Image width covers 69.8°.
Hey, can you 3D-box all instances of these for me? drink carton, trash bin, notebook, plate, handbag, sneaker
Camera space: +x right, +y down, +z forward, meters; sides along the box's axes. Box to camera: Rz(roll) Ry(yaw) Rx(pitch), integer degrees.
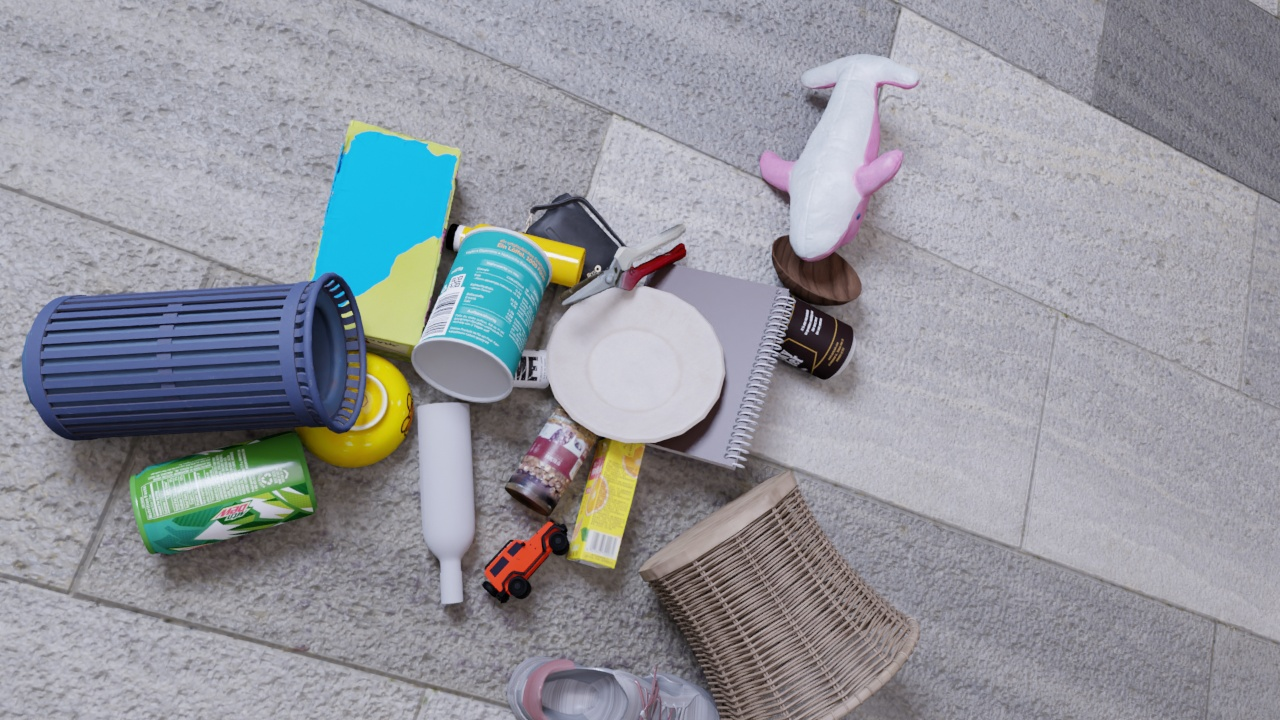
[{"bbox_3d":[-0.038,0.148,0.969,0.043,0.059,0.134,19,73,-15],"label":"drink carton"},{"bbox_3d":[-0.384,0.000,0.800,0.249,0.139,0.139,-3,80,2],"label":"trash bin"},{"bbox_3d":[0.061,0.001,1.007,0.172,0.022,0.208,14,73,17],"label":"notebook"},{"bbox_3d":[-0.006,0.005,0.977,0.188,0.027,0.188,2,61,-4],"label":"plate"},{"bbox_3d":[-0.072,-0.124,1.013,0.128,0.054,0.079,47,73,-8],"label":"handbag"},{"bbox_3d":[-0.012,0.353,0.922,0.236,0.090,0.099,15,75,-16],"label":"sneaker"}]

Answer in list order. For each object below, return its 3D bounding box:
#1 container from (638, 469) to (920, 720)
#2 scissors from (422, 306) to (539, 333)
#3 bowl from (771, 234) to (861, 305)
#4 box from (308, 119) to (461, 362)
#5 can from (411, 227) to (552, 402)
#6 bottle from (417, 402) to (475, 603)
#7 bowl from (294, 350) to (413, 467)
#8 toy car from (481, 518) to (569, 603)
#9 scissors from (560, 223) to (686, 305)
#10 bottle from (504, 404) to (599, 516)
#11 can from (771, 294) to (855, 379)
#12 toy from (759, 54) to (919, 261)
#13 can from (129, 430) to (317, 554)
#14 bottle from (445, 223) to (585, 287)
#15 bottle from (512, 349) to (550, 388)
[{"bbox_3d":[0.129,0.246,0.930,0.226,0.227,0.196,-31,84,-22],"label":"container"},{"bbox_3d":[-0.165,-0.053,0.991,0.118,0.015,0.139,23,79,-13],"label":"scissors"},{"bbox_3d":[0.204,-0.100,1.097,0.119,0.032,0.119,17,39,-14],"label":"bowl"},{"bbox_3d":[-0.262,-0.121,0.935,0.124,0.080,0.220,11,74,-16],"label":"box"},{"bbox_3d":[-0.154,-0.046,0.909,0.099,0.099,0.143,24,54,-14],"label":"can"},{"bbox_3d":[-0.193,0.142,0.919,0.052,0.053,0.195,-1,80,-20],"label":"bottle"},{"bbox_3d":[-0.280,0.044,0.899,0.117,0.068,0.117,4,79,-19],"label":"bowl"},{"bbox_3d":[-0.116,0.201,0.933,0.049,0.051,0.100,40,75,10],"label":"toy car"},{"bbox_3d":[-0.013,-0.095,0.992,0.188,0.015,0.140,-58,139,-17],"label":"scissors"},{"bbox_3d":[-0.091,0.104,0.960,0.056,0.056,0.105,36,70,-10],"label":"bottle"},{"bbox_3d":[0.182,-0.033,1.073,0.128,0.072,0.071,25,72,-13],"label":"can"},{"bbox_3d":[0.246,-0.236,1.112,0.127,0.187,0.265,24,80,-53],"label":"toy"},{"bbox_3d":[-0.379,0.121,0.841,0.144,0.083,0.083,-14,85,-21],"label":"can"},{"bbox_3d":[-0.133,-0.115,0.972,0.143,0.043,0.043,14,75,1],"label":"bottle"},{"bbox_3d":[-0.153,0.007,0.965,0.116,0.041,0.041,3,79,-19],"label":"bottle"}]
